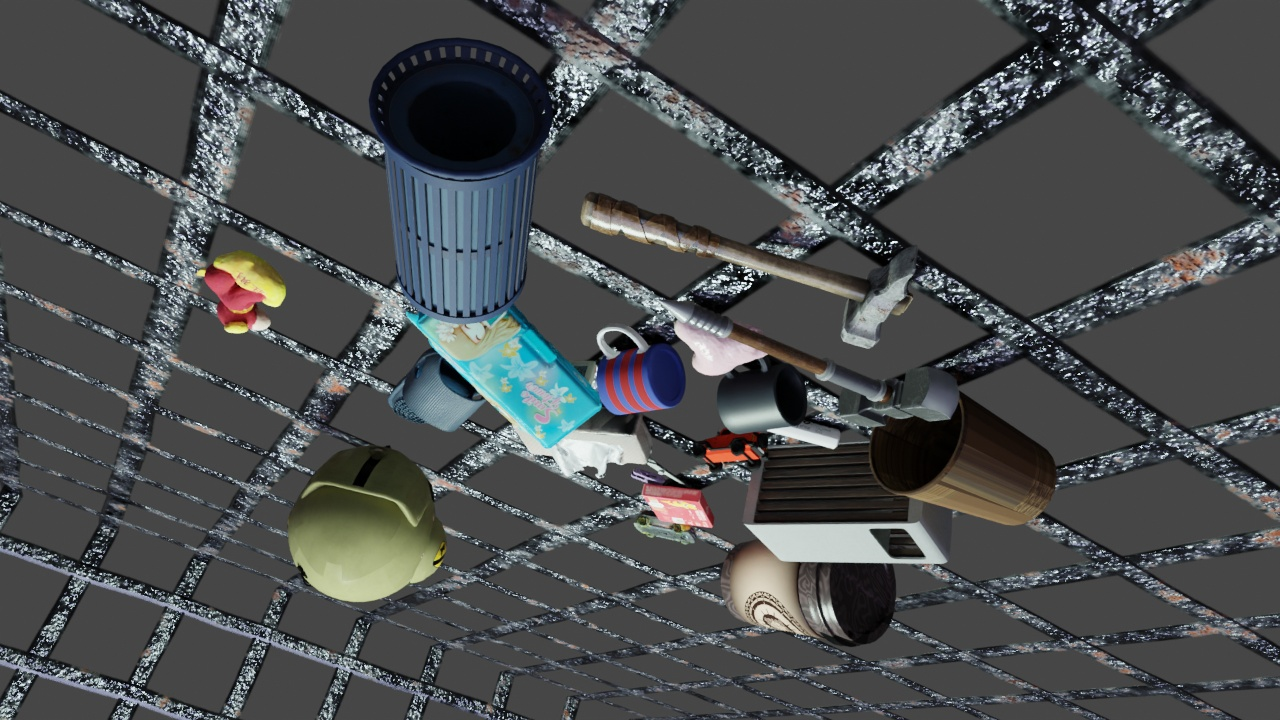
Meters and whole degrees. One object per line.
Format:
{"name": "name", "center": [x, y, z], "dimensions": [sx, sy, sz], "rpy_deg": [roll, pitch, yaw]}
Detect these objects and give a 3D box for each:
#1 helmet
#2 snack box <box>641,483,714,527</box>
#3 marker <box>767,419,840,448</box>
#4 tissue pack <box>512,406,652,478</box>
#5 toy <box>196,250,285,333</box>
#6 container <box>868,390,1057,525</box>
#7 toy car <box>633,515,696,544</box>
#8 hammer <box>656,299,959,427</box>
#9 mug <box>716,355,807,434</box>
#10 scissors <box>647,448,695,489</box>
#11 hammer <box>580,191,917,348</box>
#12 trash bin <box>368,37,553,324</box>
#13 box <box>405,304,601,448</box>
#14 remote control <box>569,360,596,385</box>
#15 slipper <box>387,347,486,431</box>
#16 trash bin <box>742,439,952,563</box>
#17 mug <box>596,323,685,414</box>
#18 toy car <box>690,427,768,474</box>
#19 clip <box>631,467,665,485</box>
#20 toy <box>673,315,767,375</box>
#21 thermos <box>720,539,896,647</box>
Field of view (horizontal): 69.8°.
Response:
{"name": "helmet", "center": [-0.424, 0.245, 1.429], "dimensions": [0.250, 0.255, 0.233], "rpy_deg": [13, 153, 1]}
{"name": "snack box", "center": [0.060, 0.225, 1.412], "dimensions": [0.089, 0.021, 0.133], "rpy_deg": [5, 155, 17]}
{"name": "marker", "center": [0.183, 0.081, 1.134], "dimensions": [0.126, 0.025, 0.025], "rpy_deg": [15, 150, 0]}
{"name": "tissue pack", "center": [-0.079, 0.110, 1.264], "dimensions": [0.181, 0.071, 0.104], "rpy_deg": [2, 146, 15]}
{"name": "toy", "center": [-0.497, -0.086, 1.137], "dimensions": [0.105, 0.067, 0.138], "rpy_deg": [28, 140, -13]}
{"name": "container", "center": [0.360, 0.109, 1.010], "dimensions": [0.167, 0.132, 0.132], "rpy_deg": [23, 149, -25]}
{"name": "toy car", "center": [0.042, 0.273, 1.503], "dimensions": [0.106, 0.033, 0.048], "rpy_deg": [5, 150, 24]}
{"name": "hammer", "center": [0.156, -0.003, 0.924], "dimensions": [0.322, 0.043, 0.156], "rpy_deg": [21, 164, -23]}
{"name": "mug", "center": [0.132, 0.030, 1.042], "dimensions": [0.078, 0.071, 0.105], "rpy_deg": [-13, 113, 39]}
{"name": "scissors", "center": [0.015, 0.155, 1.342], "dimensions": [0.090, 0.014, 0.171], "rpy_deg": [-7, 140, 30]}
{"name": "hammer", "center": [0.099, -0.100, 0.863], "dimensions": [0.319, 0.048, 0.122], "rpy_deg": [17, 147, 1]}
{"name": "trash bin", "center": [-0.158, -0.142, 0.817], "dimensions": [0.139, 0.139, 0.250], "rpy_deg": [17, 151, -2]}
{"name": "box", "center": [-0.175, 0.011, 1.086], "dimensions": [0.173, 0.083, 0.227], "rpy_deg": [-21, 123, 37]}
{"name": "remote control", "center": [-0.112, 0.019, 1.152], "dimensions": [0.126, 0.038, 0.018], "rpy_deg": [-1, 146, 25]}
{"name": "slipper", "center": [-0.281, 0.054, 1.246], "dimensions": [0.101, 0.082, 0.264], "rpy_deg": [33, 146, -24]}
{"name": "trash bin", "center": [0.266, 0.181, 1.172], "dimensions": [0.229, 0.114, 0.114], "rpy_deg": [-7, 143, 33]}
{"name": "mug", "center": [-0.006, 0.006, 1.064], "dimensions": [0.076, 0.074, 0.112], "rpy_deg": [-10, 114, 36]}
{"name": "toy car", "center": [0.118, 0.114, 1.193], "dimensions": [0.100, 0.048, 0.051], "rpy_deg": [-10, 142, 37]}
{"name": "clip", "center": [0.010, 0.177, 1.382], "dimensions": [0.053, 0.013, 0.037], "rpy_deg": [27, 147, -15]}
{"name": "toy", "center": [0.091, -0.019, 0.985], "dimensions": [0.096, 0.052, 0.099], "rpy_deg": [-3, 144, 24]}
{"name": "thermos", "center": [0.248, 0.343, 1.405], "dimensions": [0.172, 0.172, 0.227], "rpy_deg": [36, 150, -31]}
